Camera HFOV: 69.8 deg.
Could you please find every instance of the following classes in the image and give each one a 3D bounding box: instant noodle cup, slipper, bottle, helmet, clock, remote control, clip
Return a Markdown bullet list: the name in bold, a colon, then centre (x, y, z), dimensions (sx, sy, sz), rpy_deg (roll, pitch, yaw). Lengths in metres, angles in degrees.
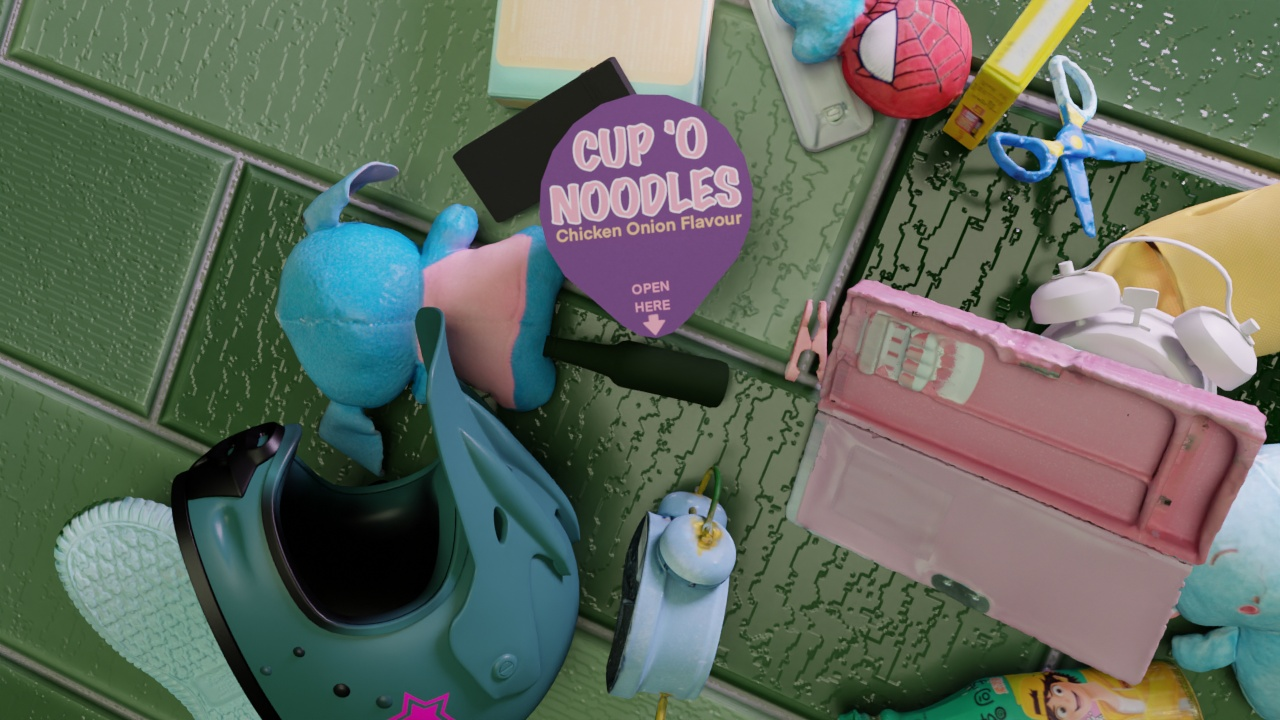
- **instant noodle cup**: centre (0.013, -0.083, 0.576), dimensions (0.122, 0.121, 0.137), rpy_deg (-5, 91, 10)
- **slipper**: centre (0.392, -0.062, 0.534), dimensions (0.264, 0.078, 0.099), rpy_deg (-19, 85, 13)
- **slipper**: centre (-0.306, 0.209, 0.674), dimensions (0.116, 0.069, 0.276), rpy_deg (-29, 102, 9)
- **bottle**: centre (-0.004, 0.004, 0.610), dimensions (0.123, 0.033, 0.033), rpy_deg (13, 94, -9)
- **helmet**: centre (-0.139, 0.118, 0.565), dimensions (0.200, 0.176, 0.275), rpy_deg (-21, 117, -7)
- **clock**: centre (0.020, 0.144, 0.589), dimensions (0.060, 0.118, 0.162), rpy_deg (14, 101, -2)
- **remote control**: centre (-0.059, -0.145, 0.614), dimensions (0.134, 0.013, 0.058), rpy_deg (-22, 113, 25)
- **remote control**: centre (0.110, -0.207, 0.605), dimensions (0.050, 0.022, 0.133), rpy_deg (-20, 89, 10)
- **bottle**: centre (0.233, 0.234, 0.578), dimensions (0.210, 0.068, 0.068), rpy_deg (-10, 90, 10)
- **clock**: centre (0.284, 0.004, 0.539), dimensions (0.120, 0.060, 0.159), rpy_deg (25, 121, 27)
- **clip**: centre (0.109, -0.010, 0.615), dimensions (0.045, 0.023, 0.059), rpy_deg (-17, 95, 9)

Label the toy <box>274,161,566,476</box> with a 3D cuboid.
- **toy**: centre (-0.149, -0.019, 0.628), dimensions (0.191, 0.099, 0.224), rpy_deg (4, 101, -1)

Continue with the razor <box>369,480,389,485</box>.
- **razor**: centre (-0.244, 0.123, 0.680), dimensions (0.144, 0.021, 0.044), rpy_deg (-25, 106, 11)

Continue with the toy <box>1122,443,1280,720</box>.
- **toy**: centre (0.379, 0.138, 0.534), dimensions (0.183, 0.114, 0.180), rpy_deg (-19, 99, 5)

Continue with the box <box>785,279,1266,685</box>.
- **box**: centre (0.212, 0.066, 0.552), dimensions (0.233, 0.039, 0.179), rpy_deg (25, 117, 28)

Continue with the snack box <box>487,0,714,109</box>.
- **snack box**: centre (-0.020, -0.264, 0.614), dimensions (0.141, 0.044, 0.193), rpy_deg (7, 93, 10)

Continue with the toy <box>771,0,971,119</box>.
- **toy**: centre (0.148, -0.207, 0.571), dimensions (0.133, 0.062, 0.092), rpy_deg (31, 69, -4)

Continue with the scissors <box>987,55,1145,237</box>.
- **scissors**: centre (0.261, -0.133, 0.561), dimensions (0.125, 0.013, 0.126), rpy_deg (3, 76, -22)

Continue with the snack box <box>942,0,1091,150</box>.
- **snack box**: centre (0.214, -0.171, 0.523), dimensions (0.025, 0.152, 0.075), rpy_deg (37, 98, 8)
